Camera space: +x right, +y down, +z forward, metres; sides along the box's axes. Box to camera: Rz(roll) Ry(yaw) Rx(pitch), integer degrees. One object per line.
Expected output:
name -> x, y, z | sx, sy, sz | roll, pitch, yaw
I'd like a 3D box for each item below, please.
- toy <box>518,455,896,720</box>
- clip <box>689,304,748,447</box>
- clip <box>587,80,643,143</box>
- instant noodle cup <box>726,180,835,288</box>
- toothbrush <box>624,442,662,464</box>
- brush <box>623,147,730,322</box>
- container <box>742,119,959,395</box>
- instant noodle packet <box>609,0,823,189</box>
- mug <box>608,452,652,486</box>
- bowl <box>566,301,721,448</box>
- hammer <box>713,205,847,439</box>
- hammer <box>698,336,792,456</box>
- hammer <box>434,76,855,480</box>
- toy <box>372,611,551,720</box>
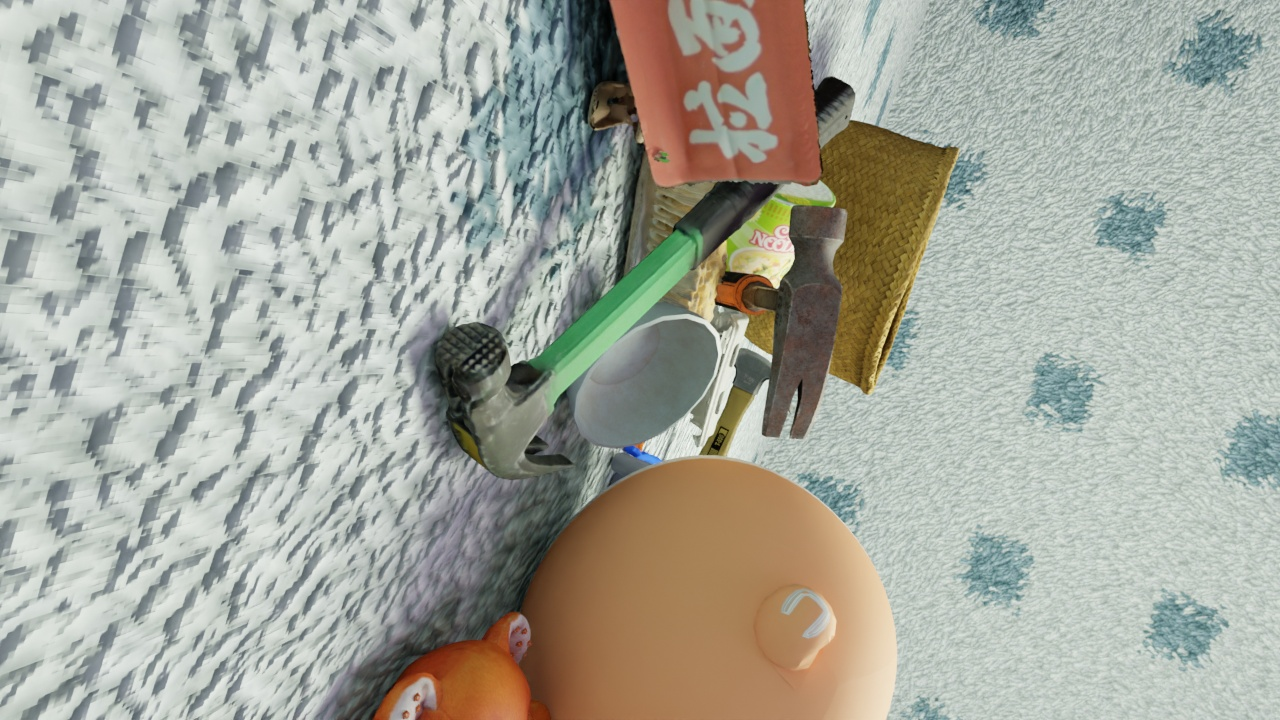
toy -> 0.047, 0.201, 0.625 | 0.262, 0.265, 0.281 | -46, 175, -5
clip -> 0.053, 0.000, 0.886 | 0.152, 0.096, 0.126 | -97, -156, -72
clip -> 0.001, -0.127, 0.465 | 0.060, 0.041, 0.024 | -39, 149, -56
instant noodle cup -> 0.109, -0.116, 0.828 | 0.098, 0.099, 0.108 | -50, 164, -57
toothbrush -> 0.007, 0.091, 0.883 | 0.182, 0.016, 0.018 | 49, 57, -75
brush -> 0.026, -0.068, 0.620 | 0.083, 0.057, 0.272 | -58, 163, -45
container -> 0.238, -0.136, 1.092 | 0.307, 0.197, 0.307 | 23, 89, -76
instant noodle packet -> 0.057, -0.213, 0.449 | 0.164, 0.084, 0.220 | 71, 29, -44
mug -> 0.022, 0.132, 0.807 | 0.124, 0.104, 0.083 | 91, 23, -55
bowl -> -0.003, 0.003, 0.582 | 0.106, 0.039, 0.106 | -22, 139, -21
hammer -> 0.077, -0.036, 0.671 | 0.314, 0.035, 0.138 | -137, -128, -80
hammer -> 0.064, 0.144, 1.029 | 0.333, 0.118, 0.025 | -66, 169, 8
hammer -> 0.022, -0.058, 0.494 | 0.317, 0.032, 0.130 | -45, 154, -26
toy -> -0.099, 0.226, 0.479 | 0.163, 0.093, 0.173 | -21, 128, -65
